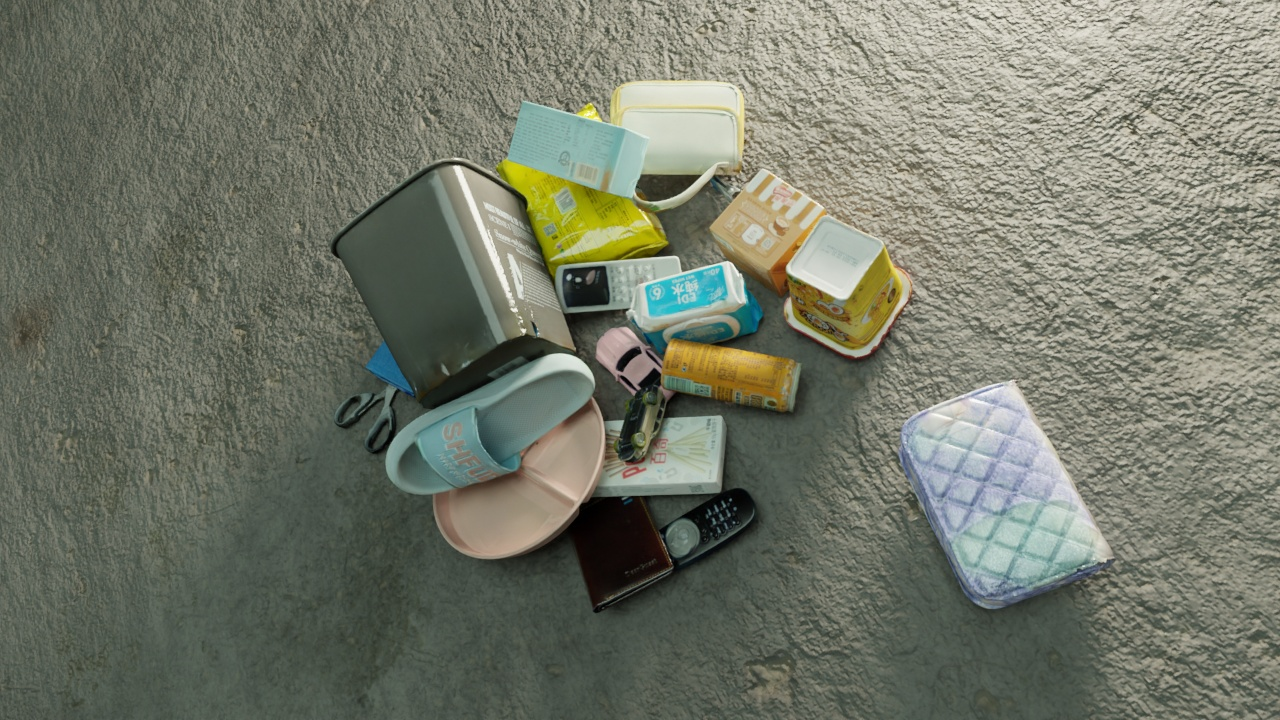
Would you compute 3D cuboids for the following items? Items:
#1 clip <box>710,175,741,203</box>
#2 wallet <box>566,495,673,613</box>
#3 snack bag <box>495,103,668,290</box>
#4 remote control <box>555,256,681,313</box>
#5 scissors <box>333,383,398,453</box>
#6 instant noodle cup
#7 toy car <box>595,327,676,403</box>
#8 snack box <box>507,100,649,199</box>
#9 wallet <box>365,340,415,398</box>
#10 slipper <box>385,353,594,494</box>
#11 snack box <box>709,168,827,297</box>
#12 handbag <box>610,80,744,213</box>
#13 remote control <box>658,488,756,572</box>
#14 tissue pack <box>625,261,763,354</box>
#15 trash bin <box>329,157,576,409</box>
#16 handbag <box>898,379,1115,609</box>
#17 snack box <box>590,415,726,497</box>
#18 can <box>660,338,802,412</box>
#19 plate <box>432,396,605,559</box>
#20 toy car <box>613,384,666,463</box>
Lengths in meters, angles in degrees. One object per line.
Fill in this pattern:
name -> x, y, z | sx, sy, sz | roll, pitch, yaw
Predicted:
clip -> 0.108, -0.204, 1.110 | 0.029, 0.024, 0.057 | -45, 63, -5
wallet -> -0.025, 0.198, 0.987 | 0.096, 0.020, 0.122 | -30, 48, 5
snack bag -> -0.080, -0.198, 1.154 | 0.158, 0.068, 0.246 | -30, 63, 7
remote control -> -0.025, -0.089, 1.084 | 0.150, 0.021, 0.058 | -5, 99, 2
scissors -> -0.324, 0.040, 1.181 | 0.174, 0.014, 0.159 | -15, 65, 13
instant noodle cup -> 0.213, -0.081, 0.966 | 0.116, 0.123, 0.116 | 32, 83, 28
toy car -> -0.006, 0.006, 1.064 | 0.056, 0.037, 0.122 | -45, 61, -3
snack box -> -0.076, -0.249, 1.080 | 0.175, 0.051, 0.074 | 24, 102, 34
wallet -> -0.280, -0.024, 1.171 | 0.106, 0.040, 0.133 | 23, 74, 32
slipper -> -0.156, 0.081, 0.997 | 0.245, 0.104, 0.074 | -30, 44, 1
snack box -> 0.150, -0.144, 1.041 | 0.093, 0.077, 0.094 | 41, 88, 28
handbag -> 0.043, -0.255, 1.097 | 0.163, 0.063, 0.178 | 1, 61, 2
remote control -> 0.063, 0.183, 0.973 | 0.136, 0.024, 0.053 | -32, 57, 10
tissue pack -> 0.062, -0.054, 1.031 | 0.140, 0.090, 0.063 | -14, 65, 14
trash bin -> -0.197, -0.073, 1.038 | 0.199, 0.199, 0.219 | -33, 70, 16
handbag -> 0.337, 0.126, 0.868 | 0.134, 0.075, 0.193 | -22, 65, 6
snack box -> 0.015, 0.106, 1.011 | 0.157, 0.027, 0.084 | -4, 53, 18
can -> 0.098, 0.016, 0.994 | 0.146, 0.058, 0.058 | 11, 73, 11
plate -> -0.136, 0.121, 1.042 | 0.230, 0.028, 0.229 | -17, 50, 21
toy car -> 0.001, 0.071, 0.997 | 0.042, 0.035, 0.090 | -26, 39, 52
